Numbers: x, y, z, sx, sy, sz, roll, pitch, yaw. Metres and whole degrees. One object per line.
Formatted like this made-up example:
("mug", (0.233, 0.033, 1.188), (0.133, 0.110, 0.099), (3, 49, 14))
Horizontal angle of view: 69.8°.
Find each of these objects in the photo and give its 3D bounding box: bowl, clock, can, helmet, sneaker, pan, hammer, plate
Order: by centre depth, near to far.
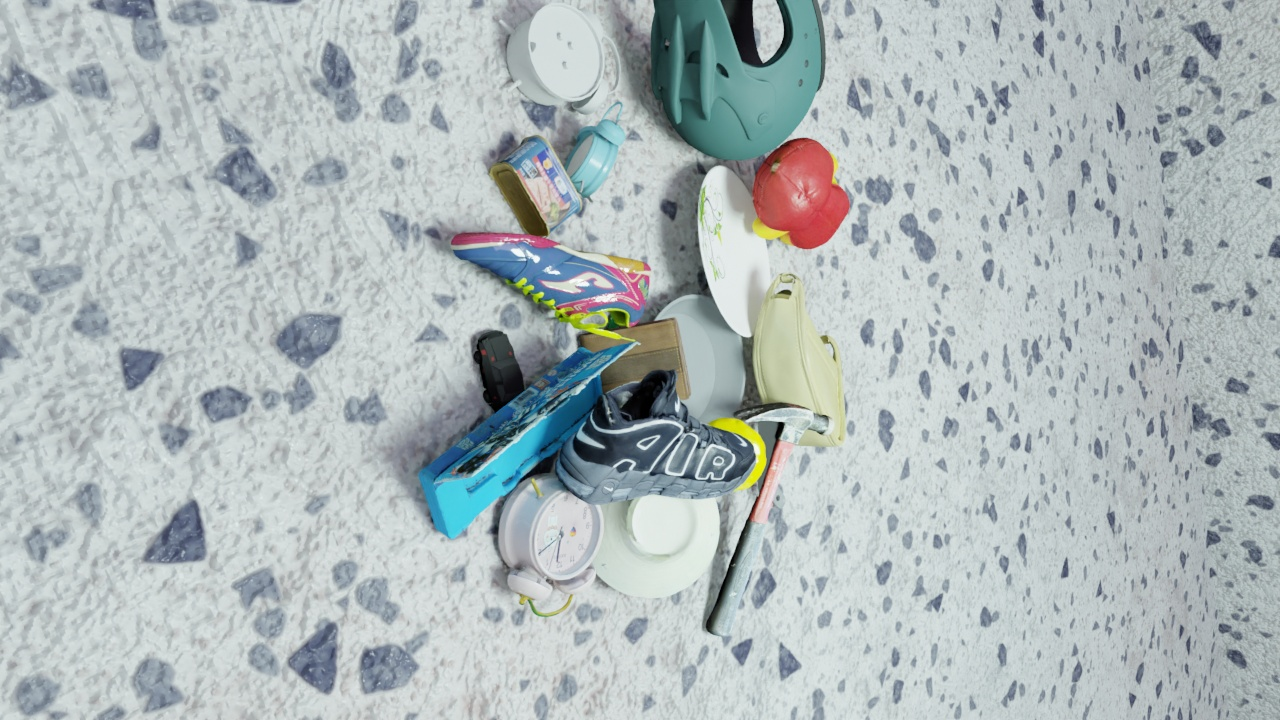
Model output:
("sneaker", (-0.093, -0.083, 0.998), (0.241, 0.116, 0.091), (9, 94, -33))
("can", (-0.116, -0.191, 1.016), (0.058, 0.054, 0.100), (-45, 118, -31))
("clock", (-0.098, 0.206, 1.023), (0.116, 0.059, 0.158), (5, 91, -45))
("sneaker", (0.036, 0.074, 1.029), (0.252, 0.097, 0.151), (0, 127, -31))
("clock", (-0.080, -0.344, 1.044), (0.158, 0.061, 0.120), (-10, 96, -41))
("clock", (-0.049, -0.243, 1.057), (0.042, 0.087, 0.123), (28, 82, -26))
("bowl", (0.018, 0.192, 1.082), (0.176, 0.058, 0.176), (3, 78, -14))
("helmet", (0.106, -0.369, 1.117), (0.199, 0.176, 0.275), (-39, 140, -19))
("hammer", (0.146, 0.210, 1.214), (0.140, 0.036, 0.326), (15, 96, -25))
("pan", (0.100, 0.073, 1.216), (0.200, 0.051, 0.357), (-52, 125, -29))
("plate", (0.116, -0.143, 1.227), (0.229, 0.030, 0.229), (24, 62, -57))

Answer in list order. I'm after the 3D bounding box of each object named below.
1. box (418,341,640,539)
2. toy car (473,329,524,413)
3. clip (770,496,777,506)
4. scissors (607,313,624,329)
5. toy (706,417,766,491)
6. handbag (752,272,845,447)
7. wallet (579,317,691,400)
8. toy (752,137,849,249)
("box", (-0.121, 0.064, 0.962), (0.070, 0.171, 0.242), (43, 55, 10))
("toy car", (-0.149, 0.013, 0.995), (0.042, 0.036, 0.092), (-20, 103, -41))
("clip", (0.182, 0.180, 1.312), (0.044, 0.023, 0.060), (24, 72, -35))
("scissors", (-0.023, -0.063, 1.129), (0.129, 0.011, 0.125), (-48, 125, -31))
("toy", (0.110, 0.118, 1.147), (0.095, 0.094, 0.041), (55, 12, 1))
("handbag", (0.220, 0.010, 1.286), (0.233, 0.089, 0.190), (50, 43, -50))
("wallet", (-0.006, 0.006, 1.087), (0.027, 0.121, 0.099), (-60, 140, -81))
("toy", (0.218, -0.222, 1.240), (0.147, 0.099, 0.216), (-60, 157, 6))
